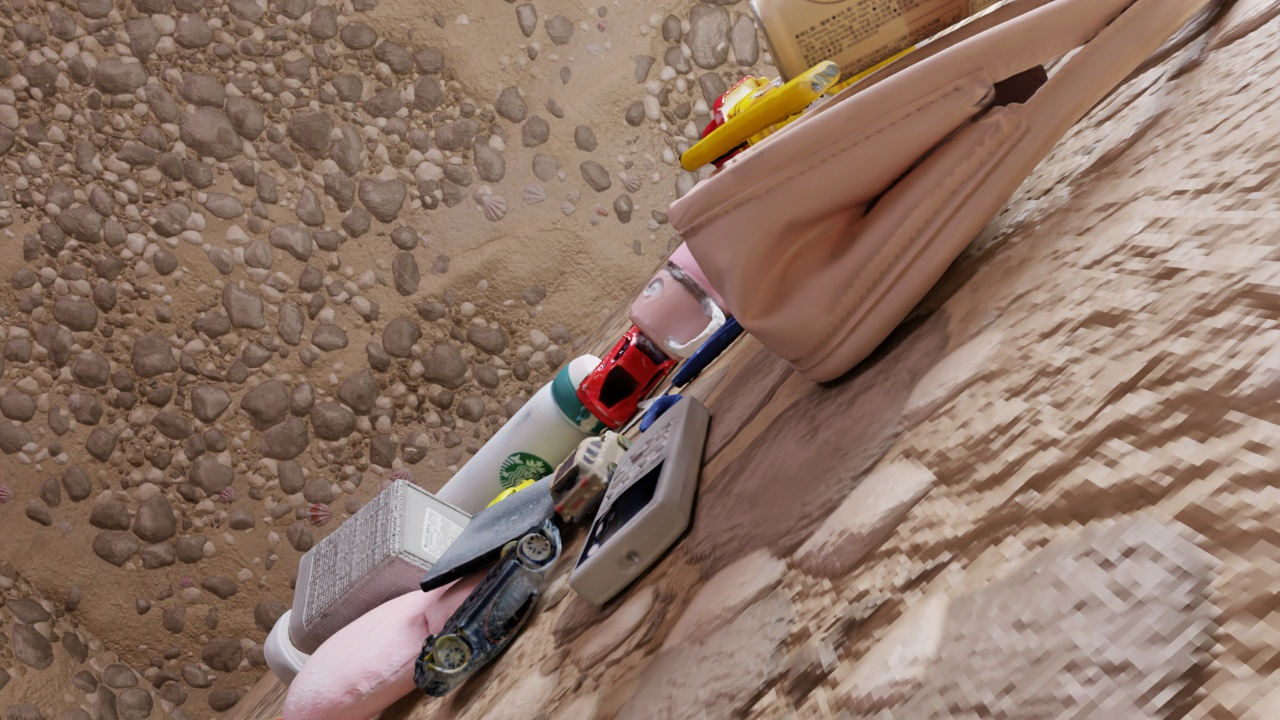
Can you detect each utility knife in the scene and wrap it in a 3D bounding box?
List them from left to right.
[{"bbox_3d":[0.052,-0.112,0.443,0.033,0.015,0.154,-40,11,-13],"label":"utility knife"}]

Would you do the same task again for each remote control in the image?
[{"bbox_3d":[0.003,0.059,0.432,0.058,0.021,0.149,-45,5,16],"label":"remote control"}]

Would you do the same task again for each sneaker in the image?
[{"bbox_3d":[-0.268,0.241,0.885,0.091,0.089,0.242,-42,0,6],"label":"sneaker"}]

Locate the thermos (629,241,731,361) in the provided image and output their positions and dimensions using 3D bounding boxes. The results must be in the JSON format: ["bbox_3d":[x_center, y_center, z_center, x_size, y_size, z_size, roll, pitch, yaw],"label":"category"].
[{"bbox_3d":[0.080,-0.084,0.694,0.198,0.067,0.087,-46,33,-3],"label":"thermos"}]

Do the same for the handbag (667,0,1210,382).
[{"bbox_3d":[0.132,-0.103,0.394,0.234,0.093,0.193,-36,8,17],"label":"handbag"}]

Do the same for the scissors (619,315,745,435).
[{"bbox_3d":[0.018,0.024,0.624,0.162,0.012,0.175,-47,4,8],"label":"scissors"}]

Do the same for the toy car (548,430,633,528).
[{"bbox_3d":[-0.029,0.067,0.553,0.042,0.035,0.090,-44,3,13],"label":"toy car"}]

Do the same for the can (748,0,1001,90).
[{"bbox_3d":[0.116,-0.178,0.446,0.116,0.058,0.058,-24,12,16],"label":"can"}]

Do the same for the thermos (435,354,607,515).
[{"bbox_3d":[-0.100,0.084,0.804,0.225,0.073,0.073,-44,6,23],"label":"thermos"}]

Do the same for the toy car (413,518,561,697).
[{"bbox_3d":[-0.075,0.127,0.472,0.105,0.031,0.049,-50,7,-24],"label":"toy car"}]

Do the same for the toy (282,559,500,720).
[{"bbox_3d":[-0.147,0.175,0.574,0.159,0.054,0.121,-34,6,1],"label":"toy"}]

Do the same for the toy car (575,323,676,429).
[{"bbox_3d":[-0.004,0.004,0.733,0.106,0.049,0.031,-49,6,-25],"label":"toy car"}]

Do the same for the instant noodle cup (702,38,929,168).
[{"bbox_3d":[0.120,-0.136,0.540,0.124,0.116,0.116,-29,13,30],"label":"instant noodle cup"}]

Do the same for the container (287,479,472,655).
[{"bbox_3d":[-0.182,0.158,0.671,0.114,0.090,0.090,-41,34,19],"label":"container"}]

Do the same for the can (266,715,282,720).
[{"bbox_3d":[-0.234,0.268,0.557,0.053,0.053,0.133,-47,5,-3],"label":"can"}]

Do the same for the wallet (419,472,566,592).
[{"bbox_3d":[-0.082,0.104,0.590,0.097,0.019,0.120,-28,5,12],"label":"wallet"}]

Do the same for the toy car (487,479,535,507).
[{"bbox_3d":[-0.111,0.131,0.730,0.048,0.032,0.105,-43,8,30],"label":"toy car"}]
